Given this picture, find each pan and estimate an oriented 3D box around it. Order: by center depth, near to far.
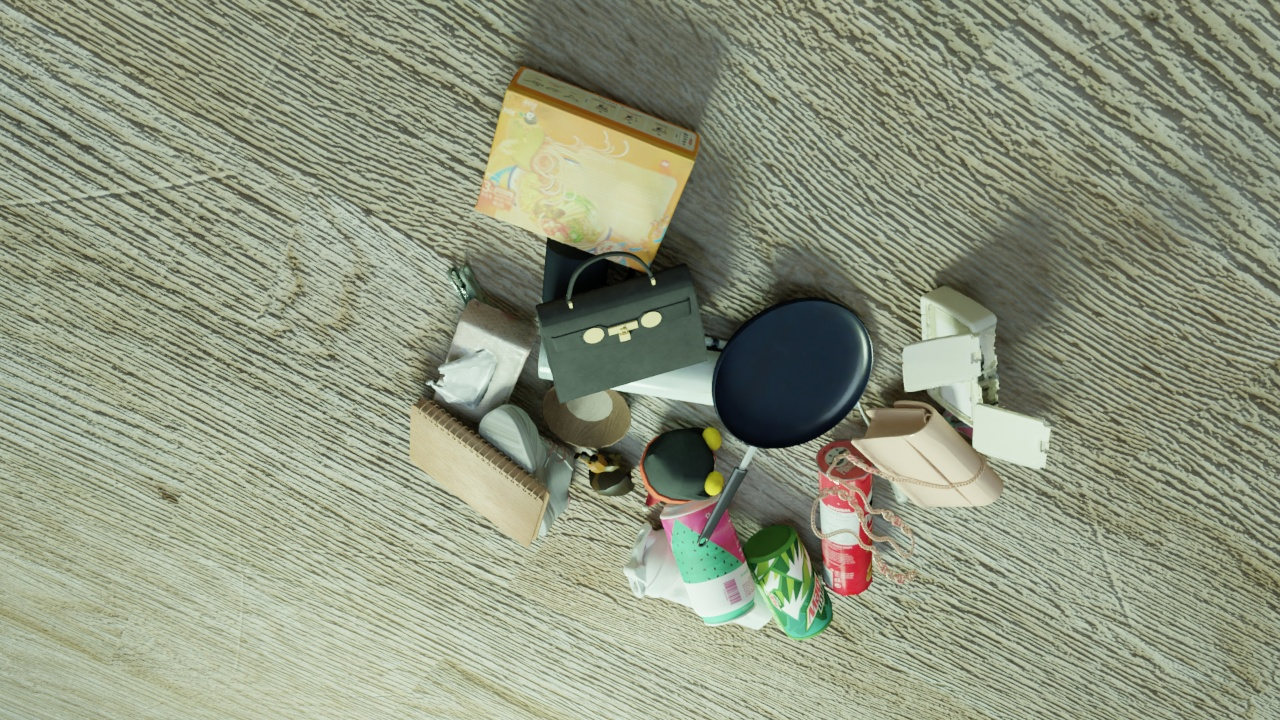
[{"bbox_3d":[0.145,0.083,1.097,0.198,0.021,0.357,15,113,-24],"label":"pan"}]

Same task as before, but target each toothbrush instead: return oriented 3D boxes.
[{"bbox_3d":[0.015,-0.035,1.100,0.187,0.017,0.012,12,131,0],"label":"toothbrush"},{"bbox_3d":[0.305,0.112,1.160,0.024,0.022,0.185,-28,121,9],"label":"toothbrush"}]

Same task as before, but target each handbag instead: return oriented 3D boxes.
[{"bbox_3d":[-0.025,-0.054,0.980,0.175,0.072,0.196,-16,149,-4],"label":"handbag"},{"bbox_3d":[0.328,0.167,1.078,0.198,0.186,0.117,41,156,-24],"label":"handbag"}]

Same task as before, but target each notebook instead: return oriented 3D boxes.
[{"bbox_3d":[-0.215,0.147,1.204,0.210,0.022,0.169,35,146,9],"label":"notebook"}]

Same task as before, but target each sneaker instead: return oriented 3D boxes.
[{"bbox_3d":[-0.138,0.127,1.208,0.099,0.089,0.236,23,141,27],"label":"sneaker"}]

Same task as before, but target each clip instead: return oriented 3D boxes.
[{"bbox_3d":[-0.205,-0.081,1.100,0.047,0.023,0.076,-13,126,17],"label":"clip"}]

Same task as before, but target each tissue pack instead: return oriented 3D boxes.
[{"bbox_3d":[-0.202,0.014,1.132,0.104,0.071,0.182,23,140,-9],"label":"tissue pack"}]

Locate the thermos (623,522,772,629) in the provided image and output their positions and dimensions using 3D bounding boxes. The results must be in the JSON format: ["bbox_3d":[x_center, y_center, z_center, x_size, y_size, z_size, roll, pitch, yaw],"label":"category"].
[{"bbox_3d":[0.086,0.317,1.312,0.220,0.099,0.100,26,127,-15],"label":"thermos"}]

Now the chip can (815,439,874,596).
[{"bbox_3d":[0.273,0.214,1.214,0.073,0.073,0.233,-2,127,11],"label":"chip can"}]

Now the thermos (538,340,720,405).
[{"bbox_3d":[-0.007,0.006,1.105,0.230,0.067,0.068,10,128,3],"label":"thermos"}]

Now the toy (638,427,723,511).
[{"bbox_3d":[0.045,0.142,1.188,0.099,0.097,0.119,7,153,-15],"label":"toy"}]

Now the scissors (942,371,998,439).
[{"bbox_3d":[0.381,0.062,1.117,0.173,0.014,0.159,-2,128,15],"label":"scissors"}]

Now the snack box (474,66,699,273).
[{"bbox_3d":[-0.055,-0.196,0.948,0.195,0.080,0.145,20,129,-6],"label":"snack box"}]

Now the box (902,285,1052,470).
[{"bbox_3d":[0.337,0.029,0.967,0.101,0.194,0.143,-23,121,-11],"label":"box"}]

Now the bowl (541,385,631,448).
[{"bbox_3d":[-0.067,0.061,1.179,0.118,0.030,0.118,5,128,6],"label":"bowl"}]

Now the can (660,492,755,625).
[{"bbox_3d":[0.092,0.261,1.226,0.088,0.088,0.166,-20,91,23],"label":"can"}]

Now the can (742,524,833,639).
[{"bbox_3d":[0.205,0.307,1.271,0.083,0.082,0.144,-21,108,23],"label":"can"}]

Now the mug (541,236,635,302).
[{"bbox_3d":[-0.057,-0.100,1.037,0.105,0.071,0.078,-4,130,-16],"label":"mug"}]

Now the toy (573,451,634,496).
[{"bbox_3d":[-0.051,0.145,1.224,0.076,0.062,0.100,11,157,48],"label":"toy"}]
